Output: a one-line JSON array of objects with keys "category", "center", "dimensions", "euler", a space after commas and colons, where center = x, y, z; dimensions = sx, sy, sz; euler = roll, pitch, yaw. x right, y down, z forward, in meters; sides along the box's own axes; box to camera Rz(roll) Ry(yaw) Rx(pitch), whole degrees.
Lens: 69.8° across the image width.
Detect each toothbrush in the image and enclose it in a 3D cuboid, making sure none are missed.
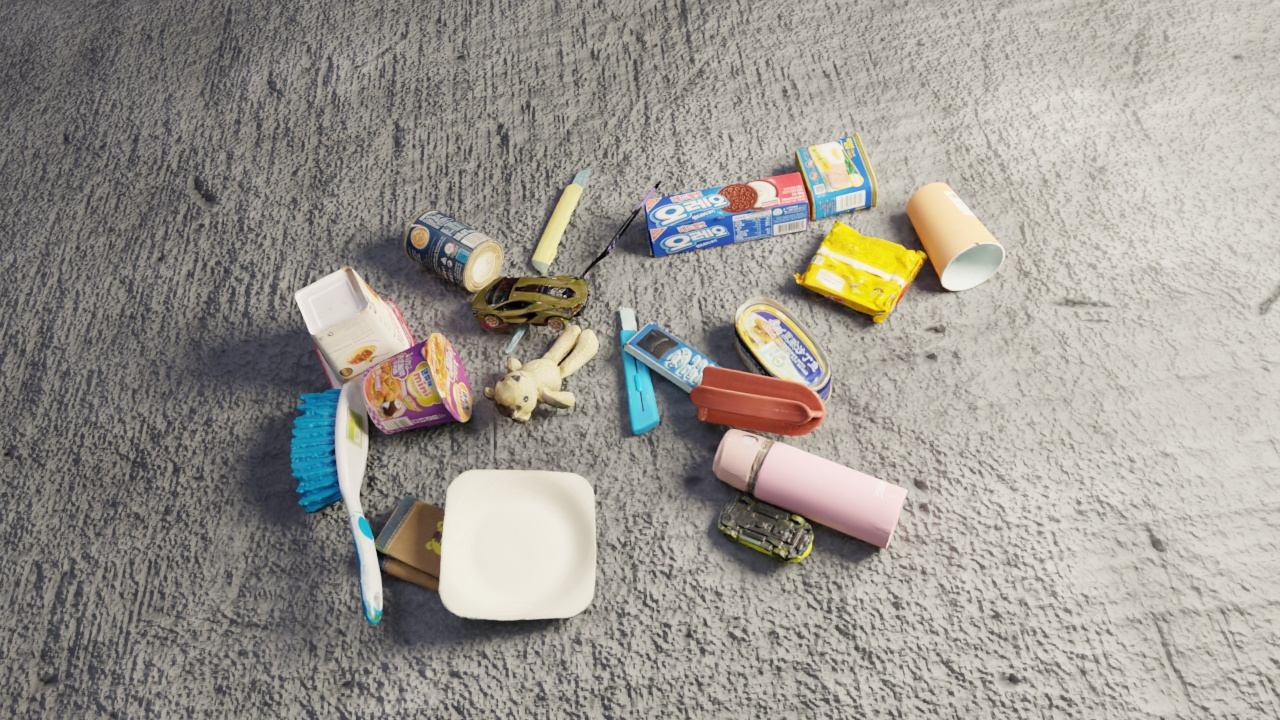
[{"category": "toothbrush", "center": [-0.031, -0.153, 1.171], "dimensions": [0.017, 0.014, 0.189], "euler": [39, 94, 14]}]

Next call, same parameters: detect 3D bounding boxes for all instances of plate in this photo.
[{"category": "plate", "center": [-0.130, 0.198, 0.982], "dimensions": [0.163, 0.034, 0.164], "euler": [3, 61, -6]}]

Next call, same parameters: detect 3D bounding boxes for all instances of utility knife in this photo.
[{"category": "utility knife", "center": [-0.106, -0.194, 1.241], "dimensions": [0.031, 0.019, 0.183], "euler": [15, 69, 13]}, {"category": "utility knife", "center": [-0.007, 0.006, 1.104], "dimensions": [0.034, 0.018, 0.182], "euler": [-12, 56, 3]}]

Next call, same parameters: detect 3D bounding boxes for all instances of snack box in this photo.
[{"category": "snack box", "center": [0.109, -0.186, 1.178], "dimensions": [0.207, 0.057, 0.058], "euler": [-10, 55, 4]}]

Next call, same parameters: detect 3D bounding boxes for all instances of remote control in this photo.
[{"category": "remote control", "center": [0.041, 0.002, 1.087], "dimensions": [0.125, 0.024, 0.048], "euler": [35, 57, 21]}]

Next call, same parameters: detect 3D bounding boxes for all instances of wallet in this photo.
[{"category": "wallet", "center": [-0.230, 0.207, 1.013], "dimensions": [0.115, 0.033, 0.090], "euler": [18, 62, 15]}]

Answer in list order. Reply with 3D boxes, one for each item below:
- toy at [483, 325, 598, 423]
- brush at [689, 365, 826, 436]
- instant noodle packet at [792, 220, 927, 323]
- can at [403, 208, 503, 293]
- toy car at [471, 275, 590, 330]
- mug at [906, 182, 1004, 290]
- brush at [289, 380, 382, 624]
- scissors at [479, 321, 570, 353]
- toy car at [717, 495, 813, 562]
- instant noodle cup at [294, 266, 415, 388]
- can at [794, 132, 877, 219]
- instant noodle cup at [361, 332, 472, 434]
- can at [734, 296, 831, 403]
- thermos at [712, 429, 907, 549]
[{"category": "toy", "center": [-0.113, 0.012, 1.091], "dimensions": [0.105, 0.066, 0.156], "euler": [34, 53, 19]}, {"category": "brush", "center": [0.129, 0.047, 0.993], "dimensions": [0.146, 0.069, 0.063], "euler": [10, 96, 29]}, {"category": "instant noodle packet", "center": [0.263, -0.109, 1.113], "dimensions": [0.128, 0.044, 0.110], "euler": [27, 68, 26]}, {"category": "can", "center": [-0.243, -0.143, 1.201], "dimensions": [0.111, 0.075, 0.075], "euler": [29, 67, 24]}, {"category": "toy car", "center": [-0.138, -0.075, 1.133], "dimensions": [0.158, 0.042, 0.070], "euler": [0, 49, 18]}, {"category": "mug", "center": [0.373, -0.154, 1.105], "dimensions": [0.078, 0.078, 0.122], "euler": [-17, 54, -1]}, {"category": "brush", "center": [-0.336, 0.154, 1.028], "dimensions": [0.110, 0.060, 0.314], "euler": [-20, 55, 16]}, {"category": "scissors", "center": [-0.143, -0.056, 1.154], "dimensions": [0.134, 0.017, 0.133], "euler": [7, 47, 24]}, {"category": "toy car", "center": [0.131, 0.179, 0.967], "dimensions": [0.105, 0.032, 0.048], "euler": [18, 63, 32]}, {"category": "instant noodle cup", "center": [-0.355, -0.040, 1.128], "dimensions": [0.116, 0.124, 0.116], "euler": [-29, 59, -8]}, {"category": "can", "center": [0.251, -0.237, 1.185], "dimensions": [0.083, 0.057, 0.102], "euler": [-13, 57, 5]}, {"category": "instant noodle cup", "center": [-0.267, 0.033, 1.085], "dimensions": [0.099, 0.111, 0.111], "euler": [-17, 57, 9]}, {"category": "can", "center": [0.164, -0.009, 1.065], "dimensions": [0.074, 0.049, 0.148], "euler": [-30, 59, -10]}, {"category": "thermos", "center": [0.180, 0.127, 0.976], "dimensions": [0.199, 0.067, 0.087], "euler": [20, 32, 22]}]
